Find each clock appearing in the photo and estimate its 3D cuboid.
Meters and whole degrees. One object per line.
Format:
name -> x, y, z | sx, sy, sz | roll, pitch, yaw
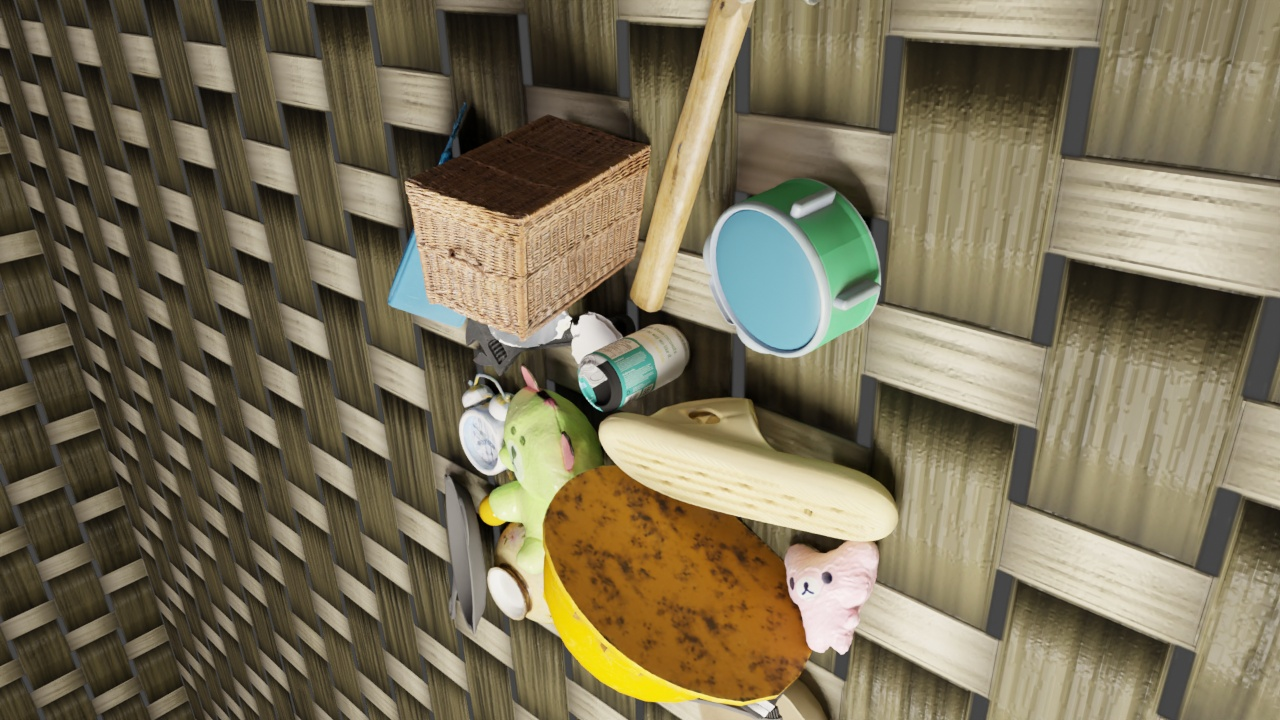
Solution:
clock -> 0.105, -0.066, 0.697 | 0.162, 0.075, 0.122 | -22, 94, 61
clock -> -0.169, 0.074, 1.063 | 0.089, 0.051, 0.125 | 14, 116, 43

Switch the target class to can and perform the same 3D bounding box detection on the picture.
can -> -0.005, 0.005, 0.818 | 0.055, 0.101, 0.055 | 23, 125, 37

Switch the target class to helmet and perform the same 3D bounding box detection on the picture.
helmet -> 0.012, 0.223, 0.823 | 0.255, 0.204, 0.132 | 32, 128, 5

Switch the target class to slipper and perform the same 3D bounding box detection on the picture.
slipper -> 0.093, 0.083, 0.781 | 0.262, 0.079, 0.111 | 13, 145, 25

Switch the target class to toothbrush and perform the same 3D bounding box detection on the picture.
toothbrush -> 0.073, 0.334, 0.896 | 0.168, 0.012, 0.013 | -12, 92, 49

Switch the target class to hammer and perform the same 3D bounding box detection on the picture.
hammer -> 0.041, -0.178, 0.733 | 0.132, 0.033, 0.331 | 38, 133, 24

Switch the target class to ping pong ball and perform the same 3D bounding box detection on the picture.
ping pong ball -> -0.180, 0.184, 1.136 | 0.040, 0.040, 0.040 | 23, 125, 37

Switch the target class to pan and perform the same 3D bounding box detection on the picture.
pan -> -0.235, 0.277, 1.221 | 0.356, 0.024, 0.216 | 111, 146, -53

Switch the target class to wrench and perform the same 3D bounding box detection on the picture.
wrench -> -0.103, -0.025, 0.970 | 0.274, 0.018, 0.073 | -5, 106, 46

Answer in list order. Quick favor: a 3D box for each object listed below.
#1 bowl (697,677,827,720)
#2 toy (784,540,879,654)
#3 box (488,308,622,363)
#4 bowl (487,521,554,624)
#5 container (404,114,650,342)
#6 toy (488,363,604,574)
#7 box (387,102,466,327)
bowl -> 0.129, 0.352, 0.896 | 0.152, 0.050, 0.152 | 23, 125, 38
toy -> 0.159, 0.198, 0.773 | 0.099, 0.052, 0.095 | -21, 55, 49
box -> -0.082, -0.053, 0.884 | 0.084, 0.136, 0.146 | 124, 149, -42
bowl -> -0.141, 0.271, 1.124 | 0.145, 0.063, 0.145 | 24, 126, 37
container -> -0.088, -0.116, 0.770 | 0.114, 0.197, 0.113 | 22, 128, 24
toy -> -0.095, 0.118, 0.977 | 0.150, 0.107, 0.197 | 53, 132, 38
box -> -0.194, -0.150, 0.989 | 0.232, 0.094, 0.112 | 128, 154, -48
